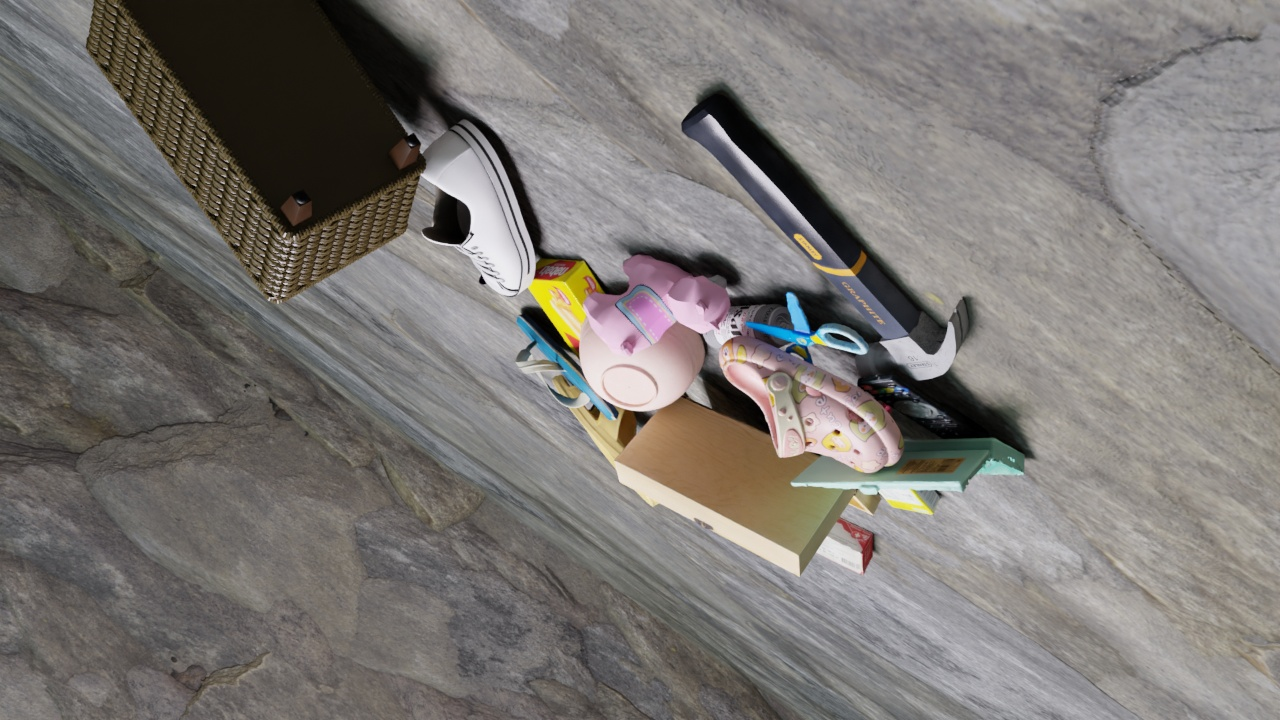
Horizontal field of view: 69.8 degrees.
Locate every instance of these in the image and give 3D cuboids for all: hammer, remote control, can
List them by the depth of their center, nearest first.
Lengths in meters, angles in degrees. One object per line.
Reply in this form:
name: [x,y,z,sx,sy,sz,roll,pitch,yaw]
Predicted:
hammer: [0.149,-0.094,0.758,0.312,0.035,0.140,42,156,-18]
remote control: [0.264,0.044,0.850,0.140,0.021,0.046,27,159,-28]
can: [0.109,-0.034,0.932,0.044,0.044,0.107,45,157,-26]

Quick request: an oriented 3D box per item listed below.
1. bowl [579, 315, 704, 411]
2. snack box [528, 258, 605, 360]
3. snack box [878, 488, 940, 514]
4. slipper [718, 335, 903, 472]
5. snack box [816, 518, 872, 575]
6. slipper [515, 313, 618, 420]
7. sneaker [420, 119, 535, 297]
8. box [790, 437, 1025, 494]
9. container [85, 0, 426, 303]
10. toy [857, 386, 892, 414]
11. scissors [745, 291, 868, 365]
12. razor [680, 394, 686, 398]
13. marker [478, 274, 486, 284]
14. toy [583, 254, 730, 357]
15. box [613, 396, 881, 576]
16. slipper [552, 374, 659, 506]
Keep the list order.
bowl: [-0.006,0.006,1.069,0.153,0.076,0.153,10,135,10]
snack box: [-0.061,-0.039,1.153,0.092,0.042,0.201,11,143,48]
snack box: [0.276,0.119,1.039,0.149,0.025,0.061,45,157,-25]
slipper: [0.148,0.050,0.860,0.197,0.081,0.093,32,159,17]
snack box: [0.210,0.225,1.351,0.273,0.044,0.077,22,150,29]
slipper: [-0.112,0.021,1.246,0.118,0.060,0.295,47,176,-30]
sneaker: [-0.192,-0.146,1.028,0.091,0.097,0.246,40,159,25]
box: [0.257,0.101,0.896,0.138,0.055,0.187,3,172,-44]
container: [-0.365,-0.253,0.891,0.321,0.176,0.205,56,151,-6]
toy: [0.235,0.041,0.913,0.103,0.050,0.065,-20,147,39]
scissors: [0.151,-0.019,0.839,0.127,0.013,0.125,12,148,33]
razor: [0.041,0.040,1.227,0.144,0.021,0.044,48,173,-32]
marker: [-0.201,-0.123,1.248,0.018,0.015,0.134,66,155,-2]
toy: [0.017,-0.053,0.944,0.067,0.123,0.157,50,170,-35]
box: [0.137,0.128,1.097,0.248,0.119,0.252,24,-162,30]
slipper: [-0.035,0.109,1.407,0.263,0.078,0.099,48,169,28]
